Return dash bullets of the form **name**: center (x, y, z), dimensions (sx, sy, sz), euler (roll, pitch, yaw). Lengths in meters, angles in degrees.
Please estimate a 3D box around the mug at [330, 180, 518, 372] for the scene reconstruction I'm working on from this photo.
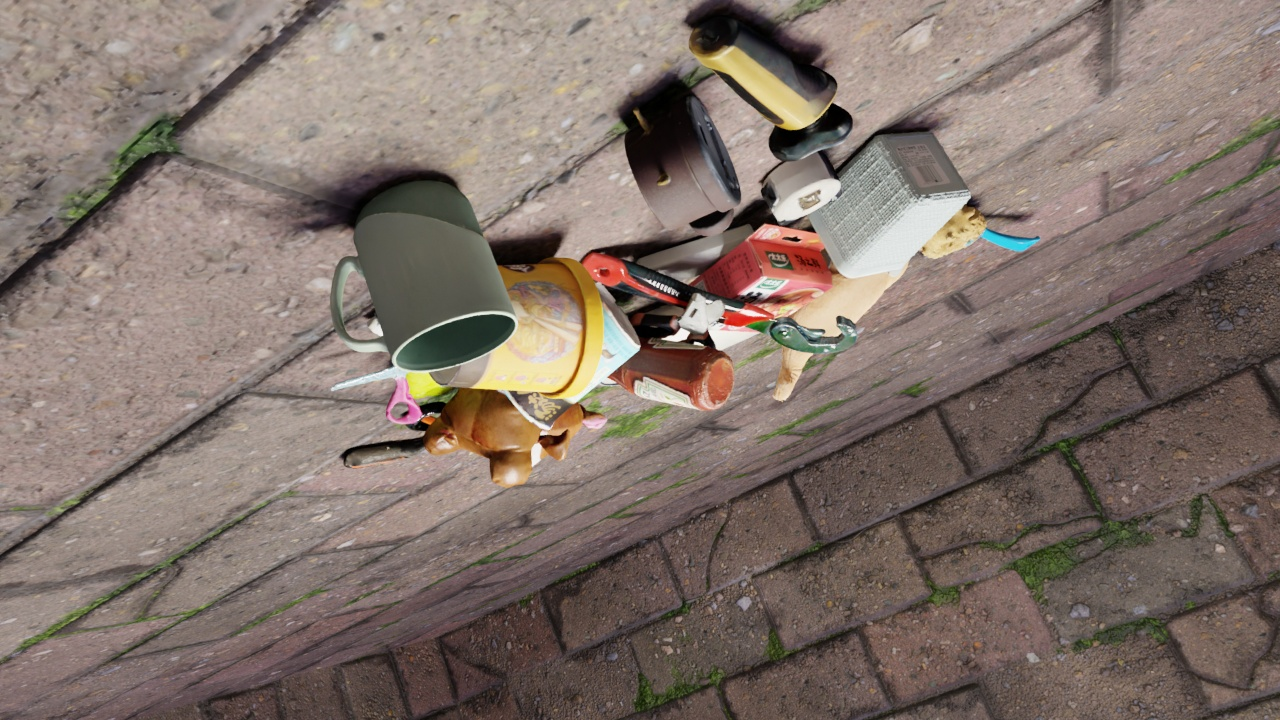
- **mug**: center (-0.151, -0.052, 0.605), dimensions (0.111, 0.106, 0.082), euler (-21, 165, -8)

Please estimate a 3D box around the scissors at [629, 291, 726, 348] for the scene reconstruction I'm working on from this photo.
- **scissors**: center (0.034, -0.035, 0.856), dimensions (0.199, 0.015, 0.204), euler (12, 165, 36)

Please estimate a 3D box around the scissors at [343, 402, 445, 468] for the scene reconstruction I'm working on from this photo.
- **scissors**: center (-0.243, 0.093, 1.095), dimensions (0.220, 0.021, 0.228), euler (-15, 162, -22)

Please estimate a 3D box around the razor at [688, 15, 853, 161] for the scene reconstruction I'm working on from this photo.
- **razor**: center (0.085, -0.181, 0.612), dimensions (0.167, 0.062, 0.068), euler (12, 113, -55)

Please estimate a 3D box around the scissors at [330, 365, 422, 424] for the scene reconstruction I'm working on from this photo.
- **scissors**: center (-0.207, 0.009, 0.815), dimensions (0.133, 0.017, 0.135), euler (-18, 140, -22)

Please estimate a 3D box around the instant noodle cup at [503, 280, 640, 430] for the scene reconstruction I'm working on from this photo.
- **instant noodle cup**: center (-0.069, -0.012, 0.865), dimensions (0.120, 0.111, 0.111), euler (-34, 162, 10)

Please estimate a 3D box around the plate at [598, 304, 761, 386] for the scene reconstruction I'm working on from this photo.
- **plate**: center (0.066, -0.042, 1.052), dimensions (0.265, 0.034, 0.162), euler (-22, 162, -3)

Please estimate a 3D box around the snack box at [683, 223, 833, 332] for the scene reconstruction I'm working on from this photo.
- **snack box**: center (0.121, -0.075, 0.896), dimensions (0.113, 0.044, 0.127), euler (1, 153, -42)

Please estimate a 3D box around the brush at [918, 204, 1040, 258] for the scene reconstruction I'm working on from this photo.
- **brush**: center (0.431, -0.154, 1.144), dimensions (0.254, 0.045, 0.083), euler (0, 149, -41)

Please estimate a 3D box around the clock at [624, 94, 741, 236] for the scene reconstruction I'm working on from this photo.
- **clock**: center (0.035, -0.132, 0.644), dimensions (0.055, 0.082, 0.122), euler (-23, 163, 18)

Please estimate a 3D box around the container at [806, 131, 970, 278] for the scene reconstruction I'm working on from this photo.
- **container**: center (0.229, -0.147, 0.848), dimensions (0.090, 0.090, 0.112), euler (-12, 157, -32)

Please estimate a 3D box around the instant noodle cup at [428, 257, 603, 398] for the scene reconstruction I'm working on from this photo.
- **instant noodle cup**: center (-0.109, -0.026, 0.743), dimensions (0.114, 0.118, 0.119), euler (-1, 154, -34)

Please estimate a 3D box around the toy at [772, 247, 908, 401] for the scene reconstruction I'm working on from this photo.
- **toy**: center (0.202, -0.061, 0.986), dimensions (0.225, 0.082, 0.143), euler (-47, 146, -8)

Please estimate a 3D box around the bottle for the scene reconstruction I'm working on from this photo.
- **bottle**: center (-0.005, 0.005, 0.911), dimensions (0.206, 0.060, 0.059), euler (10, -173, 37)

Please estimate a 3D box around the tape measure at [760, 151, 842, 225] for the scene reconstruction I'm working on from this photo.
- **tape measure**: center (0.141, -0.152, 0.807), dimensions (0.066, 0.033, 0.066), euler (-28, 163, 12)

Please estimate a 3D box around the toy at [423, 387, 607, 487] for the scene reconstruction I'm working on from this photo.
- **toy**: center (-0.128, 0.070, 0.973), dimensions (0.199, 0.140, 0.131), euler (-30, 141, -67)

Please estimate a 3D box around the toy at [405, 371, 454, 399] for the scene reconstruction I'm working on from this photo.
- **toy**: center (-0.198, 0.012, 0.882), dimensions (0.097, 0.031, 0.100), euler (-34, 165, 23)

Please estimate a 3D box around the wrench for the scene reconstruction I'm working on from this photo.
- **wrench**: center (0.075, -0.050, 0.848), dimensions (0.273, 0.016, 0.056), euler (15, 142, -15)

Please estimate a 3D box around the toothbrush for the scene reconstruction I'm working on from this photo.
- **toothbrush**: center (-0.167, 0.000, 0.810), dimensions (0.018, 0.015, 0.181), euler (-37, 140, 18)

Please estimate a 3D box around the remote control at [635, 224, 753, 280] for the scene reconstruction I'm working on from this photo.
- **remote control**: center (0.050, -0.096, 0.880), dimensions (0.124, 0.024, 0.049), euler (-18, 164, -12)
